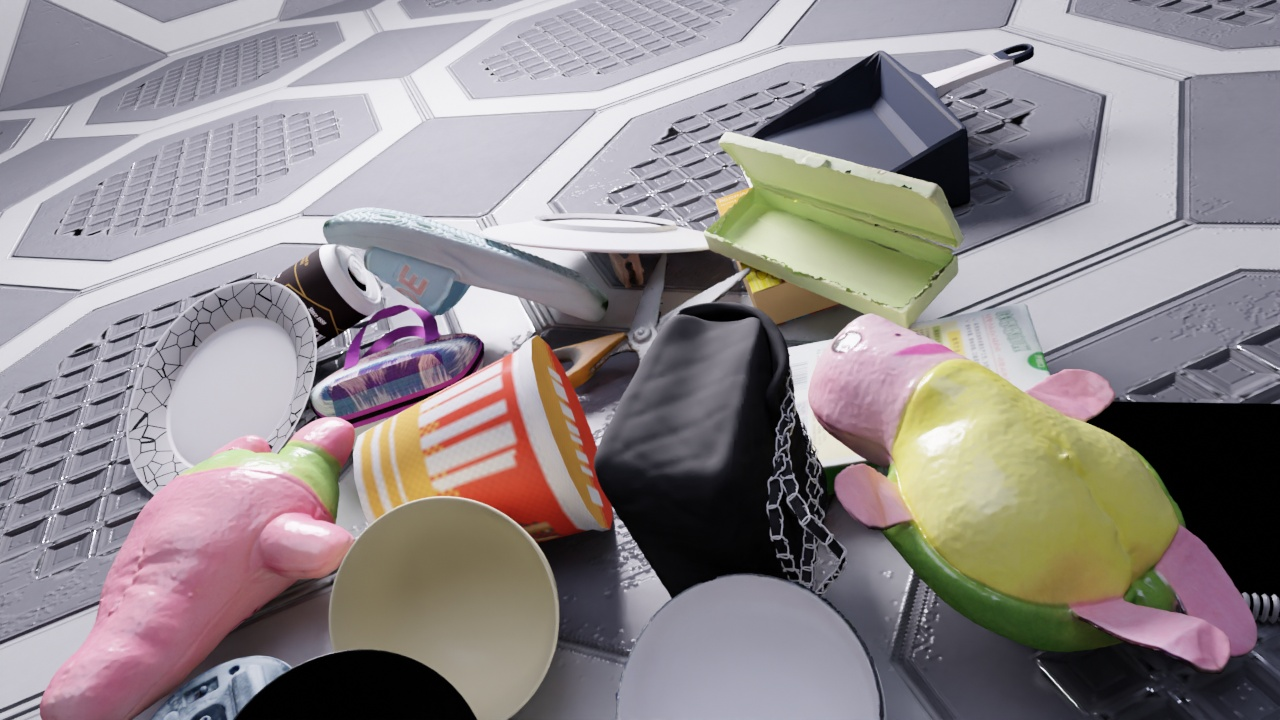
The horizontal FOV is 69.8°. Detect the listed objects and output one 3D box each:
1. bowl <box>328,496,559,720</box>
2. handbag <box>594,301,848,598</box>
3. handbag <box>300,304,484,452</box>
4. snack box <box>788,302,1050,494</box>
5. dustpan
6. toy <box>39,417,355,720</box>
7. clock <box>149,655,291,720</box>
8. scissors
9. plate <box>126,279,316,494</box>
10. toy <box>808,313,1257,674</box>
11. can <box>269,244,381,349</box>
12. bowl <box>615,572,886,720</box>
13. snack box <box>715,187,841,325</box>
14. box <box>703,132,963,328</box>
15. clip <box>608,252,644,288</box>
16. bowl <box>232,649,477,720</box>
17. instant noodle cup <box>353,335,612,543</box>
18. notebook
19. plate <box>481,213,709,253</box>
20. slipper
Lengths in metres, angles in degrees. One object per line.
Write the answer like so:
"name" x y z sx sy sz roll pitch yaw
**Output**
"bowl" -0.094 0.131 0.490 0.118 0.118 0.074 -12 -8 6
"handbag" 0.061 0.053 0.460 0.115 0.154 0.124 0 52 27
"handbag" -0.199 0.000 0.744 0.144 0.068 0.170 -19 28 -6
"snack box" 0.164 0.024 0.572 0.168 0.027 0.131 -11 32 19
"dustpan" 0.232 -0.225 0.865 0.273 0.080 0.235 -13 34 4
"toy" -0.258 0.125 0.546 0.192 0.097 0.236 -18 27 23
"clock" -0.217 0.206 0.460 0.129 0.052 0.090 -26 36 -16
"scissors" -0.005 0.003 0.668 0.225 0.016 0.225 -30 42 -1
"plate" -0.331 0.024 0.733 0.189 0.016 0.188 -9 65 20
"toy" 0.170 0.058 0.441 0.189 0.088 0.238 -23 46 -28
"can" -0.298 -0.043 0.800 0.129 0.072 0.071 -31 34 8
"bowl" 0.051 0.156 0.400 0.113 0.063 0.113 -11 56 16
"snack box" 0.120 -0.093 0.733 0.088 0.040 0.125 -19 44 5
"box" 0.125 -0.090 0.656 0.188 0.091 0.083 27 86 43
"clip" -0.016 -0.086 0.818 0.045 0.024 0.062 -8 38 10
"bowl" -0.135 0.199 0.416 0.123 0.124 0.053 -46 3 -36
"instant noodle cup" -0.097 0.065 0.562 0.121 0.123 0.123 -21 34 5
"notebook" 0.279 0.073 0.486 0.207 0.016 0.148 0 36 22
"plate" -0.031 -0.114 0.791 0.208 0.015 0.208 2 14 -1
"slipper" -0.148 -0.068 0.758 0.245 0.074 0.104 18 8 1
